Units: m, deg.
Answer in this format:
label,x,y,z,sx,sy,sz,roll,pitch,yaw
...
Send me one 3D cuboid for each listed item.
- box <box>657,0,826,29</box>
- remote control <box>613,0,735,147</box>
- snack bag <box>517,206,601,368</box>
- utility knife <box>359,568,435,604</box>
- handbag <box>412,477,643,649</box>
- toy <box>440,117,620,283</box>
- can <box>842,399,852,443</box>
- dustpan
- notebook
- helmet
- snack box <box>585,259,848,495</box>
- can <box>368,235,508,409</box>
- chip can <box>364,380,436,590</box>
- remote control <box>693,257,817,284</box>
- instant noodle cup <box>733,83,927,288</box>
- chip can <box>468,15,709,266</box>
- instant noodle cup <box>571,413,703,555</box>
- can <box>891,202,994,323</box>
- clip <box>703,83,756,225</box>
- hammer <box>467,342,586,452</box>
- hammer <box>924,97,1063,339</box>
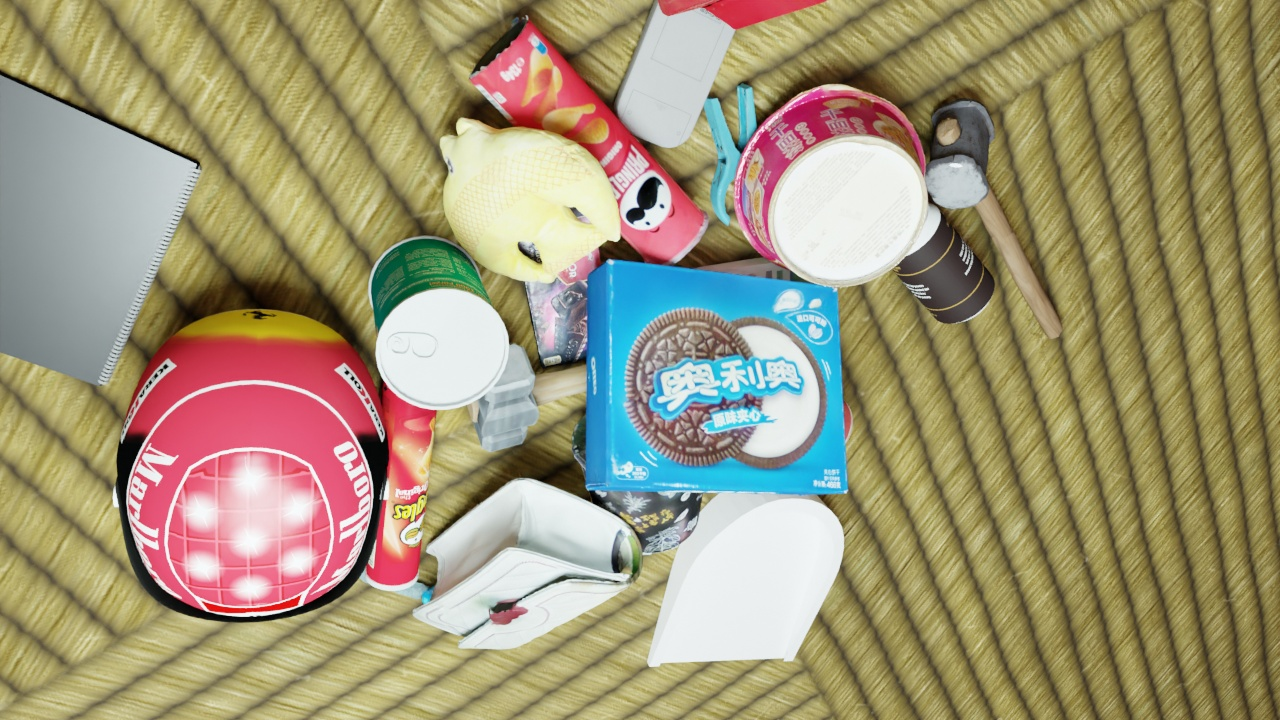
label,x,y,z,sx,sy,sz,roll,pitch,yaw
box,0.099,-0.333,0.696,0.155,0.157,0.147,-18,108,-22
remote control,0.032,-0.263,0.794,0.074,0.019,0.151,17,106,-24
snack bag,-0.070,-0.069,0.851,0.074,0.018,0.155,-14,116,-11
utility knife,-0.191,0.251,0.958,0.224,0.015,0.031,27,101,-30
handbag,-0.111,0.206,0.871,0.142,0.096,0.199,28,134,-25
toy,-0.101,-0.131,0.754,0.155,0.064,0.171,43,138,-21
can,0.141,0.051,0.932,0.170,0.067,0.067,18,107,-35
dustpan,0.132,0.255,1.045,0.191,0.053,0.258,5,112,-20
notebook,-0.455,-0.094,0.711,0.149,0.016,0.207,24,104,-25
helmet,-0.303,0.096,0.731,0.197,0.224,0.271,1,112,-19
snack box,0.070,0.020,0.821,0.238,0.056,0.195,4,78,-21
can,-0.171,-0.035,0.759,0.099,0.144,0.099,-7,115,-16
chip can,-0.224,0.112,0.862,0.051,0.052,0.215,3,112,-20
remote control,0.107,-0.074,0.903,0.143,0.024,0.050,-9,116,-12
instant noodle cup,0.176,-0.142,0.814,0.178,0.077,0.179,-2,121,-3
chip can,-0.041,-0.179,0.779,0.073,0.073,0.233,-44,118,4
instant noodle cup,0.006,0.115,0.902,0.137,0.137,0.112,-13,127,-13
can,0.298,-0.098,0.929,0.072,0.072,0.128,-47,119,6
clip,0.110,-0.190,0.851,0.121,0.031,0.130,0,115,-14
hammer,-0.005,0.005,0.874,0.322,0.051,0.117,-14,152,-19
hammer,0.376,-0.124,0.946,0.328,0.052,0.097,45,50,-36
